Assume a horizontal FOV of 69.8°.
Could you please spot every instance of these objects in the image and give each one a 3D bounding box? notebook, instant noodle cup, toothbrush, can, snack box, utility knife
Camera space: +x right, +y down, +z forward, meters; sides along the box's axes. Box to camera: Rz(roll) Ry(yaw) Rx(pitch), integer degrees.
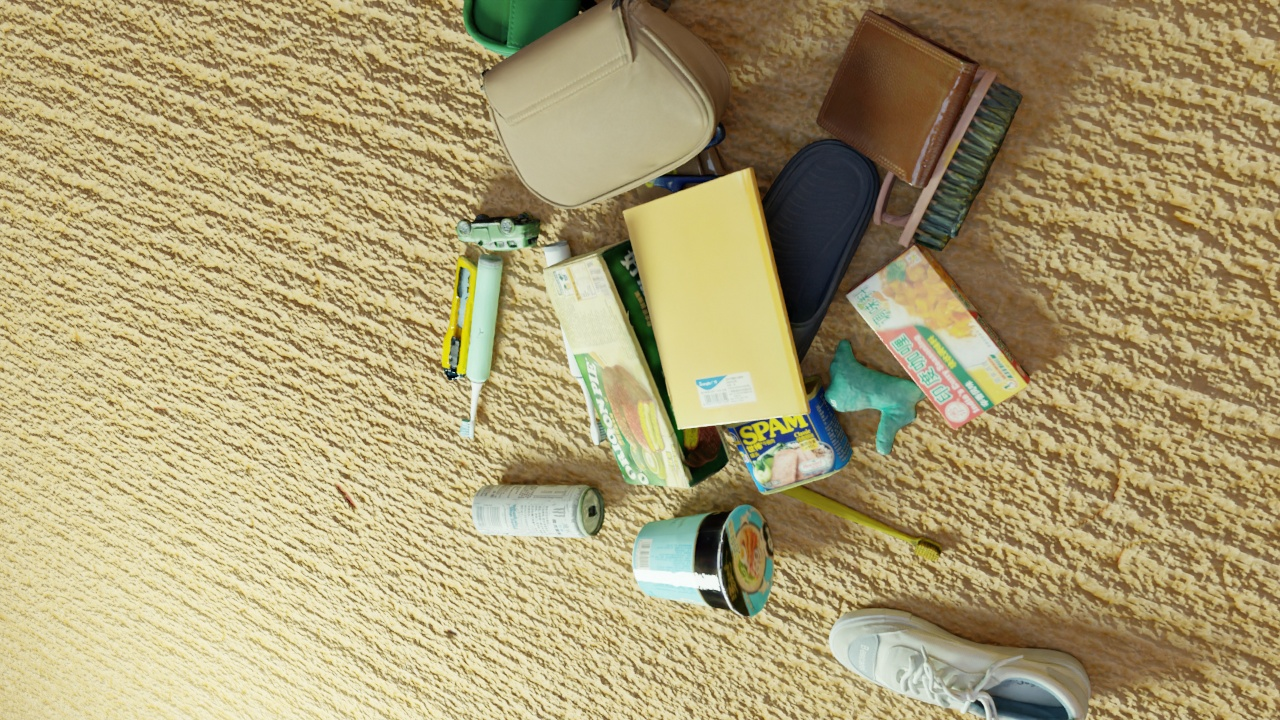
[{"bbox_3d":[0.061,-0.046,0.788,0.146,0.010,0.206,-11,95,44],"label":"notebook"},{"bbox_3d":[0.061,0.206,0.948,0.121,0.111,0.111,-8,105,36],"label":"instant noodle cup"},{"bbox_3d":[-0.177,-0.011,1.016,0.027,0.026,0.225,10,115,-2],"label":"toothbrush"},{"bbox_3d":[-0.117,0.169,1.036,0.147,0.058,0.058,-4,107,26],"label":"can"},{"bbox_3d":[-0.005,0.005,0.895,0.115,0.063,0.240,-8,107,56],"label":"snack box"},{"bbox_3d":[-0.065,-0.015,0.961,0.027,0.026,0.221,7,114,50],"label":"toothbrush"},{"bbox_3d":[0.203,0.153,0.905,0.190,0.016,0.016,22,116,16],"label":"toothbrush"},{"bbox_3d":[-0.202,-0.044,1.020,0.033,0.015,0.154,19,116,15],"label":"utility knife"},{"bbox_3d":[0.143,0.073,0.881,0.102,0.057,0.083,-23,100,30],"label":"can"},{"bbox_3d":[0.261,-0.022,0.806,0.077,0.026,0.156,-39,90,32],"label":"snack box"}]

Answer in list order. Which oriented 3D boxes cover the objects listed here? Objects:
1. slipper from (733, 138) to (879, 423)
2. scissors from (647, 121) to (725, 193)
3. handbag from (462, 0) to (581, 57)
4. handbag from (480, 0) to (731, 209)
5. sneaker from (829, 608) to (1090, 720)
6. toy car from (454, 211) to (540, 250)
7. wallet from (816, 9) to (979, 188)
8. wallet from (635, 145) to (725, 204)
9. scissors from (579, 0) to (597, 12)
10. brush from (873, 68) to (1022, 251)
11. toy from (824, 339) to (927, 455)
[{"bbox_3d":[0.115,-0.067,0.797,0.111,0.083,0.268,29,104,9],"label":"slipper"},{"bbox_3d":[0.009,-0.182,0.841,0.171,0.012,0.141,29,120,20],"label":"scissors"},{"bbox_3d":[-0.090,-0.330,0.815,0.120,0.067,0.131,20,111,6],"label":"handbag"},{"bbox_3d":[-0.029,-0.221,0.776,0.205,0.099,0.148,-16,127,35],"label":"handbag"},{"bbox_3d":[0.297,0.308,0.878,0.242,0.090,0.089,7,110,23],"label":"sneaker"},{"bbox_3d":[-0.147,-0.133,0.945,0.091,0.043,0.036,6,112,23],"label":"toy car"},{"bbox_3d":[0.202,-0.209,0.730,0.124,0.032,0.101,49,129,40],"label":"wallet"},{"bbox_3d":[0.035,-0.173,0.854,0.090,0.033,0.115,-16,98,30],"label":"wallet"},{"bbox_3d":[-0.043,-0.298,0.847,0.234,0.021,0.221,43,121,6],"label":"scissors"},{"bbox_3d":[0.246,-0.163,0.740,0.073,0.063,0.146,28,118,17],"label":"brush"},{"bbox_3d":[0.214,0.035,0.838,0.092,0.030,0.096,14,80,9],"label":"toy"}]
